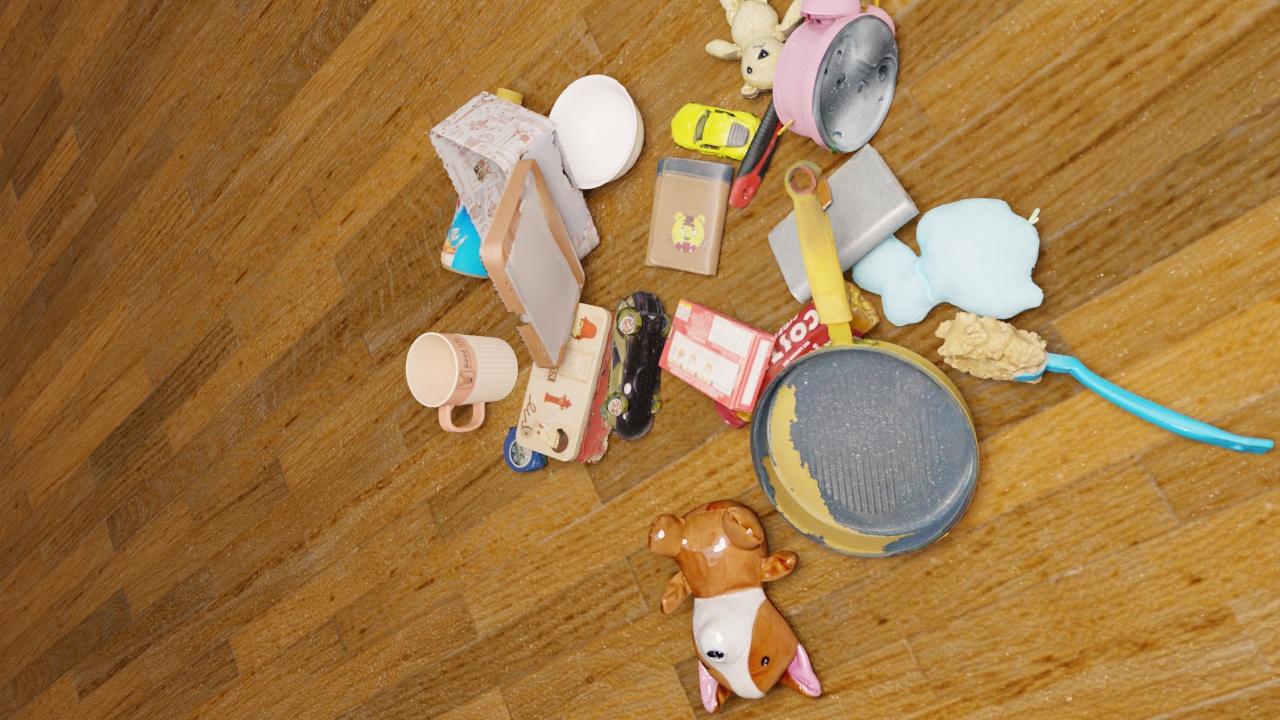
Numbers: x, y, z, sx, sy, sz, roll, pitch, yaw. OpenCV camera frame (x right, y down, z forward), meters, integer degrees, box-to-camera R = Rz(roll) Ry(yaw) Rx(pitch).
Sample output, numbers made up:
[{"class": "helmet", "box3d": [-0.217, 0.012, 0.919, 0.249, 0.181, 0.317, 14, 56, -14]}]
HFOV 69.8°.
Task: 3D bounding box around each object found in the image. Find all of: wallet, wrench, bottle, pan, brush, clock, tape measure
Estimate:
[{"class": "wallet", "box3d": [0.177, -0.129, 0.840, 0.130, 0.037, 0.106, -41, 40, 24]}, {"class": "wallet", "box3d": [0.048, -0.150, 0.951, 0.090, 0.033, 0.115, 14, 101, 32]}, {"class": "wrench", "box3d": [0.141, -0.267, 0.858, 0.016, 0.056, 0.274, 42, 126, 34]}, {"class": "bottle", "box3d": [-0.179, -0.208, 1.081, 0.065, 0.065, 0.219, 23, 102, 31]}, {"class": "pan", "box3d": [0.173, 0.006, 0.780, 0.198, 0.078, 0.357, -5, 104, 27]}, {"class": "bottle", "box3d": [0.143, -0.001, 0.871, 0.175, 0.057, 0.057, -44, 67, 25]}, {"class": "brush", "box3d": [0.356, 0.021, 0.727, 0.255, 0.083, 0.045, 25, 81, 23]}, {"class": "clock", "box3d": [0.178, -0.268, 0.817, 0.060, 0.117, 0.159, 30, 108, 42]}, {"class": "tape measure", "box3d": [-0.134, 0.103, 1.073, 0.055, 0.025, 0.058, -20, 75, 34]}]

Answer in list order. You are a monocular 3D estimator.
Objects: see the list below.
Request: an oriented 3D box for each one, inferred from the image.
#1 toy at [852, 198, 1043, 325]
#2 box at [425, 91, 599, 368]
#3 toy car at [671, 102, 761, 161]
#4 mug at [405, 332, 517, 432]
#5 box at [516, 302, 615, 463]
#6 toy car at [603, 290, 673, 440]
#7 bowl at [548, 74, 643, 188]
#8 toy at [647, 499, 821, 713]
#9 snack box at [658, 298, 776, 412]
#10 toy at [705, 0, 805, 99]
[{"class": "toy", "box3d": [0.268, -0.087, 0.793, 0.157, 0.049, 0.161, -51, 60, 33]}, {"class": "box", "box3d": [-0.115, -0.140, 0.938, 0.134, 0.179, 0.270, -22, 49, -1]}, {"class": "toy car", "box3d": [0.074, -0.234, 0.933, 0.105, 0.032, 0.048, 21, 102, 33]}, {"class": "mug", "box3d": [-0.206, 0.026, 1.073, 0.082, 0.105, 0.114, -4, 88, 34]}, {"class": "box", "box3d": [-0.065, 0.024, 1.007, 0.091, 0.076, 0.168, 15, 92, 34]}, {"class": "toy car", "box3d": [-0.006, 0.006, 0.962, 0.042, 0.070, 0.158, 11, 95, 38]}, {"class": "bowl", "box3d": [-0.037, -0.239, 0.986, 0.118, 0.064, 0.118, -1, 89, 33]}, {"class": "toy", "box3d": [0.088, 0.235, 0.876, 0.140, 0.130, 0.199, -13, 92, 27]}, {"class": "snack box", "box3d": [0.071, -0.008, 0.894, 0.153, 0.025, 0.075, 32, 107, 61]}, {"class": "toy", "box3d": [0.107, -0.335, 0.891, 0.105, 0.066, 0.157, -20, 86, 14]}]
